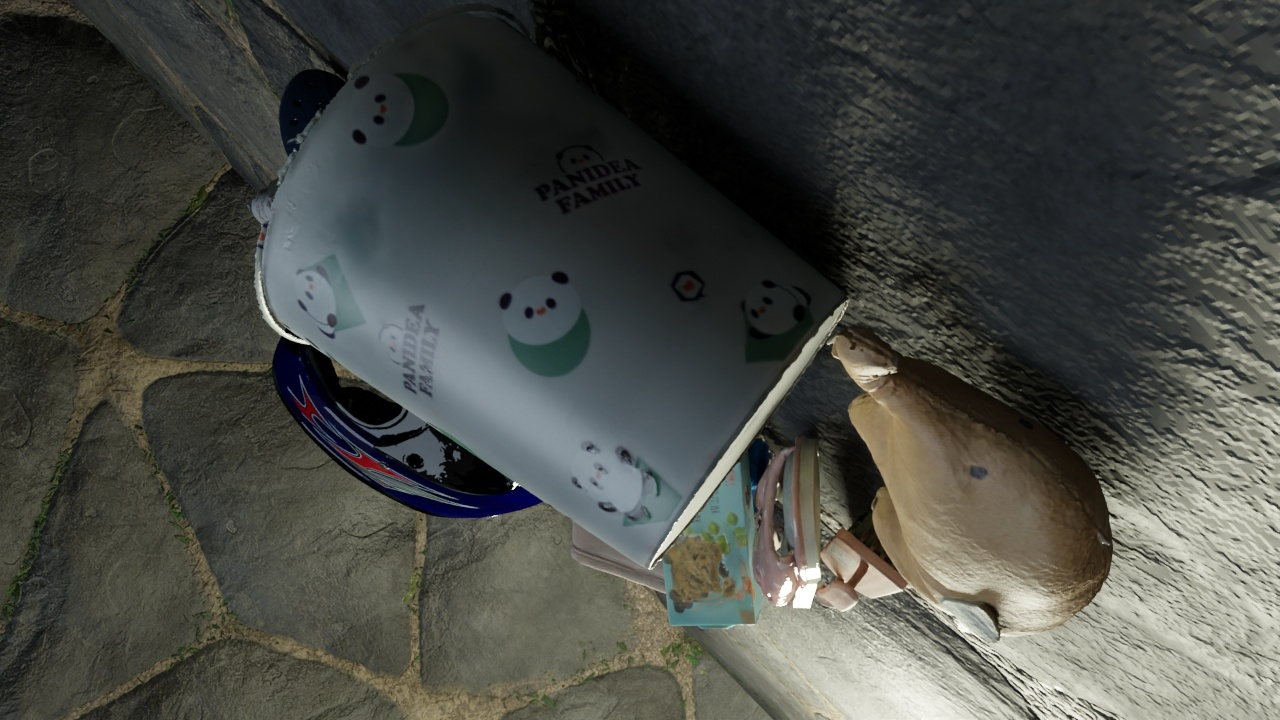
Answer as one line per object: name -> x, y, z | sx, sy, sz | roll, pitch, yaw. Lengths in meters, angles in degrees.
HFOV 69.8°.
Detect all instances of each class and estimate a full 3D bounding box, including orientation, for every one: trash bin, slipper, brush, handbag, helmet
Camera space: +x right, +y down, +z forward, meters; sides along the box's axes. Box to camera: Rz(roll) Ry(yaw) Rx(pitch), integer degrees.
trash bin -> -0.039, -0.031, 0.521 | 0.252, 0.229, 0.230 | 37, 165, 11
slipper -> 0.118, 0.140, 0.746 | 0.054, 0.114, 0.275 | 1, 156, 10
brush -> 0.176, 0.172, 0.754 | 0.063, 0.073, 0.146 | 39, 167, 14
slipper -> -0.276, -0.198, 0.923 | 0.253, 0.105, 0.095 | 41, 173, 7
handbag -> 0.059, 0.177, 0.937 | 0.193, 0.093, 0.234 | 15, 179, 27
helmet -> -0.174, 0.005, 0.905 | 0.315, 0.241, 0.246 | 35, -146, -18

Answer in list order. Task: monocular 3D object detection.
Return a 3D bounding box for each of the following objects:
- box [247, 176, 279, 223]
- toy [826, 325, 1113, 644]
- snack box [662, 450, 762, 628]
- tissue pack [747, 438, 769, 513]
box -> -0.225, -0.133, 0.791 | 0.185, 0.182, 0.154 | 12, 144, 50
toy -> 0.164, 0.059, 0.461 | 0.143, 0.082, 0.226 | 17, 148, 39
snack box -> 0.057, 0.135, 0.776 | 0.051, 0.074, 0.175 | -24, -72, -74
tissue pack -> 0.052, 0.093, 0.849 | 0.157, 0.052, 0.095 | 18, 158, 15
